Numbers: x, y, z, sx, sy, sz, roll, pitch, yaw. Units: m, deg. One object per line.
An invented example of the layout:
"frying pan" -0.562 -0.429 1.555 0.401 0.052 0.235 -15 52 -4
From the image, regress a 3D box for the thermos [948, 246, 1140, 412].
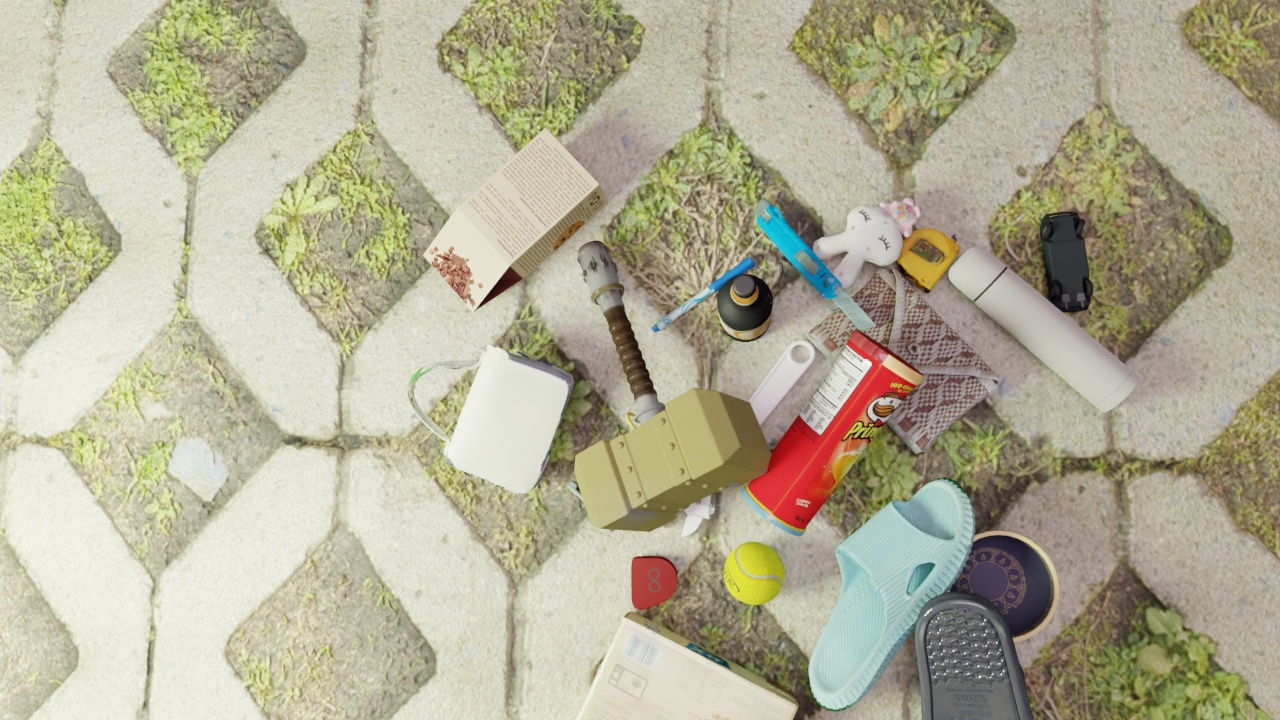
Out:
"thermos" 0.434 -0.038 0.999 0.224 0.052 0.052 43 89 10

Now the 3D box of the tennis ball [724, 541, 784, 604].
"tennis ball" 0.123 0.230 0.996 0.065 0.065 0.065 -1 82 7

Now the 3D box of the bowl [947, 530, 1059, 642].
"bowl" 0.373 0.235 0.966 0.112 0.061 0.112 -1 82 7

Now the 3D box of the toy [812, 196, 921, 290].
"toy" 0.258 -0.139 1.031 0.125 0.037 0.076 -34 68 12

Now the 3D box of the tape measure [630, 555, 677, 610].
"tape measure" 0.016 0.250 1.031 0.051 0.019 0.059 -1 89 5

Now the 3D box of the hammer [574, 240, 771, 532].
"hammer" -0.006 0.006 1.018 0.191 0.100 0.324 -31 64 23

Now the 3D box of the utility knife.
"utility knife" 0.194 -0.108 1.038 0.031 0.015 0.207 -48 66 23

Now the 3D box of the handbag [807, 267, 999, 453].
"handbag" 0.291 -0.003 1.016 0.124 0.047 0.186 -41 79 0

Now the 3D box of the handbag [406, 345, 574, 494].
"handbag" -0.179 0.054 1.044 0.176 0.074 0.151 20 87 -10

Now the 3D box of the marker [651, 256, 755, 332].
"marker" 0.073 -0.075 1.070 0.142 0.013 0.013 -35 80 1

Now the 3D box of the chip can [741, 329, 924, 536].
"chip can" 0.201 0.078 0.973 0.087 0.087 0.213 36 102 10

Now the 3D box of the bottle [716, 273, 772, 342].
"bottle" 0.111 -0.061 0.977 0.059 0.181 0.059 -1 82 7

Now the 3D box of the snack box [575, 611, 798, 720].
"snack box" 0.045 0.389 0.990 0.207 0.055 0.153 25 86 9

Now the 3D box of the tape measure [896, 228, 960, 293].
"tape measure" 0.322 -0.120 1.036 0.059 0.030 0.068 37 88 8

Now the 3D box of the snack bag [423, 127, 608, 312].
"snack bag" -0.150 -0.160 1.079 0.206 0.070 0.094 -42 80 0

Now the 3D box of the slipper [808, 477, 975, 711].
"slipper" 0.250 0.238 0.958 0.069 0.116 0.276 32 92 -25

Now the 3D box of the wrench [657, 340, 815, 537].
"wrench" 0.109 0.087 1.042 0.066 0.018 0.273 38 87 11

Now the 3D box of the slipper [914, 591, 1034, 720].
"slipper" 0.339 0.335 0.936 0.111 0.083 0.268 -9 111 21

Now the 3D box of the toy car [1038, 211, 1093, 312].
"toy car" 0.469 -0.108 1.013 0.046 0.034 0.112 -5 83 7

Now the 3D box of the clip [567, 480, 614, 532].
"clip" -0.050 0.161 1.049 0.076 0.023 0.043 44 91 12
